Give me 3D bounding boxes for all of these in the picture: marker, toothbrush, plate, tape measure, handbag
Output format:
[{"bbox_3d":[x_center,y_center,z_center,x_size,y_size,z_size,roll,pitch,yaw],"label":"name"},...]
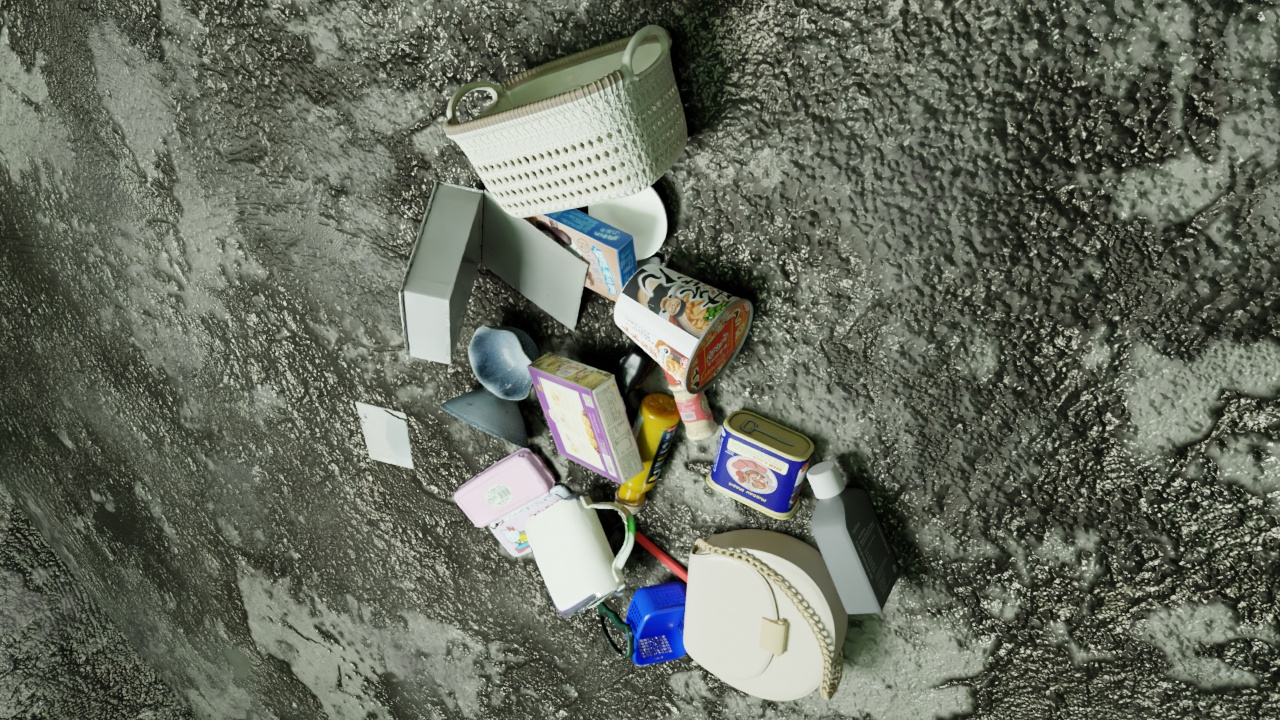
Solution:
[{"bbox_3d":[-0.028,-0.102,1.124,0.139,0.016,0.022,-16,137,37],"label":"marker"},{"bbox_3d":[0.075,0.308,1.290,0.212,0.017,0.012,38,130,14],"label":"toothbrush"},{"bbox_3d":[-0.010,-0.169,1.065,0.104,0.026,0.104,15,122,25],"label":"plate"},{"bbox_3d":[-0.007,0.007,1.139,0.034,0.061,0.062,34,113,11],"label":"tape measure"},{"bbox_3d":[-0.062,0.252,1.262,0.176,0.073,0.151,-39,68,34],"label":"handbag"},{"bbox_3d":[0.162,0.326,1.193,0.209,0.103,0.211,12,110,26],"label":"handbag"}]

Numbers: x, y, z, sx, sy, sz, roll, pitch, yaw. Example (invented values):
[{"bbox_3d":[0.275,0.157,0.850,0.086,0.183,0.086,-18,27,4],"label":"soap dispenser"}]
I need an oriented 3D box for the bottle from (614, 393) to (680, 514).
[{"bbox_3d":[0.005,0.128,1.206,0.053,0.053,0.187,29,128,16],"label":"bottle"}]

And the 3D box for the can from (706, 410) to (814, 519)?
[{"bbox_3d":[0.146,0.124,1.111,0.116,0.056,0.092,24,125,20],"label":"can"}]

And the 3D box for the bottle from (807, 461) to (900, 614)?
[{"bbox_3d":[0.243,0.201,1.074,0.046,0.083,0.174,-16,105,38],"label":"bottle"}]

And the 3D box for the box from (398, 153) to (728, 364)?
[{"bbox_3d":[-0.096,-0.125,1.154,0.168,0.421,0.173,111,147,-62],"label":"box"}]

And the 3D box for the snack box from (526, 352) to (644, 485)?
[{"bbox_3d":[-0.071,0.073,1.173,0.148,0.040,0.143,18,133,49],"label":"snack box"}]

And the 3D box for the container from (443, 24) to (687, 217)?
[{"bbox_3d":[-0.071,-0.249,0.967,0.247,0.184,0.143,-3,123,35],"label":"container"}]

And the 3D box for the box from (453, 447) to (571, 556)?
[{"bbox_3d":[-0.185,0.222,1.392,0.202,0.037,0.152,-33,96,41],"label":"box"}]

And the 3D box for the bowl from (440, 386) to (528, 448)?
[{"bbox_3d":[-0.208,0.069,1.295,0.137,0.137,0.057,25,86,19],"label":"bowl"}]

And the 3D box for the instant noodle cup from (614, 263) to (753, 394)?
[{"bbox_3d":[0.043,-0.045,1.050,0.122,0.123,0.124,34,130,24],"label":"instant noodle cup"}]

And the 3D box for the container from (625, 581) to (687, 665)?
[{"bbox_3d":[0.028,0.369,1.300,0.058,0.096,0.114,-121,35,-48],"label":"container"}]

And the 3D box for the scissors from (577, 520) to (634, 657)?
[{"bbox_3d":[-0.043,0.341,1.315,0.202,0.015,0.202,-60,38,35],"label":"scissors"}]

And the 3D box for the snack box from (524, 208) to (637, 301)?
[{"bbox_3d":[-0.070,-0.133,1.090,0.151,0.034,0.087,28,147,29],"label":"snack box"}]

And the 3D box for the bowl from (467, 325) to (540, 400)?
[{"bbox_3d":[-0.175,-0.005,1.245,0.110,0.055,0.110,16,123,26],"label":"bowl"}]

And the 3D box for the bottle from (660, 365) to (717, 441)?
[{"bbox_3d":[0.061,0.045,1.130,0.044,0.044,0.109,-8,111,36],"label":"bottle"}]
